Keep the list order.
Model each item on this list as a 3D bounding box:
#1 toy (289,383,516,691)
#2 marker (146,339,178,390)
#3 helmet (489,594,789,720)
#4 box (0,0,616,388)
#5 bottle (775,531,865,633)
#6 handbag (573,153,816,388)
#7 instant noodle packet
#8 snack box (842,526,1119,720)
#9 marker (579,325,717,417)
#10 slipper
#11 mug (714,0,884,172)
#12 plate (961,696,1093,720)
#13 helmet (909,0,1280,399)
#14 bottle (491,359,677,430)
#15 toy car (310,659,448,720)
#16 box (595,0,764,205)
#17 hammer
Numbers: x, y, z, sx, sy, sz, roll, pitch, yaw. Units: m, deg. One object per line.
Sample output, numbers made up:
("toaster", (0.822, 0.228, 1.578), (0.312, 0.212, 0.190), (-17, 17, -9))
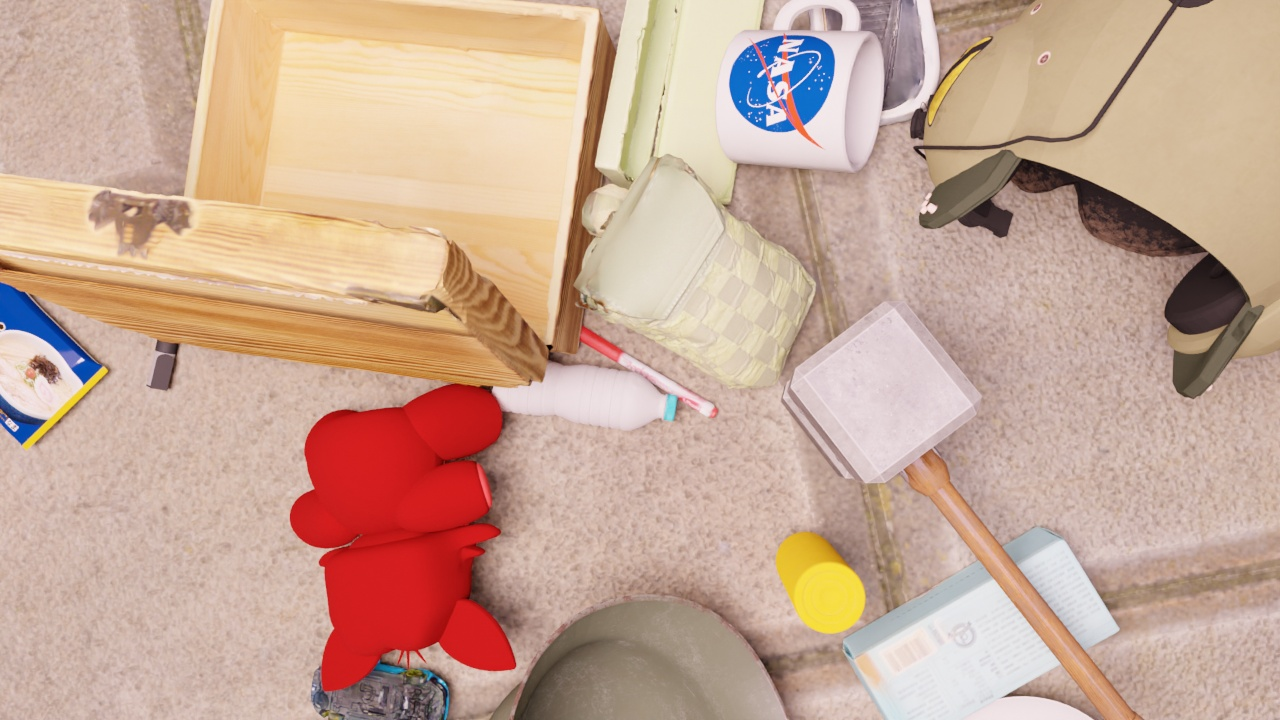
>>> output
("toy", (-0.167, 0.122, 0.644), (0.158, 0.120, 0.197), (-12, 84, 15))
("marker", (-0.359, -0.047, 0.710), (0.016, 0.016, 0.140), (13, 90, 3))
("helmet", (-0.023, 0.304, 0.604), (0.226, 0.154, 0.267), (5, 65, -34))
("box", (-0.186, -0.106, 0.542), (0.279, 0.336, 0.286), (8, 91, 5))
("bottle", (0.116, 0.143, 0.616), (0.043, 0.143, 0.043), (0, 89, 3))
("handbag", (0.033, -0.058, 0.642), (0.186, 0.117, 0.113), (31, 94, -38))
("instant noodle packet", (-0.490, -0.008, 0.713), (0.087, 0.026, 0.134), (-45, 87, -2))
("snack box", (0.238, 0.196, 0.654), (0.175, 0.053, 0.075), (-32, 88, 4))
("marker", (-0.004, 0.004, 0.692), (0.142, 0.013, 0.013), (31, 91, 3))
("slipper", (0.162, -0.305, 0.664), (0.111, 0.063, 0.264), (-7, 91, 3))
("mug", (0.114, -0.194, 0.634), (0.090, 0.091, 0.121), (12, 89, 27))
("plate", (0.273, 0.298, 0.650), (0.135, 0.011, 0.134), (2, 100, 12))
("helmet", (0.300, -0.125, 0.544), (0.250, 0.255, 0.233), (34, 94, 2))
("bottle", (-0.041, 0.025, 0.677), (0.136, 0.044, 0.044), (9, 89, 3))
("toy car", (-0.193, 0.250, 0.688), (0.105, 0.032, 0.048), (6, 90, 9))
("box", (0.030, -0.215, 0.660), (0.098, 0.082, 0.188), (8, 89, 15))
("hammer", (0.219, 0.118, 0.586), (0.083, 0.162, 0.317), (-37, 82, 2))
